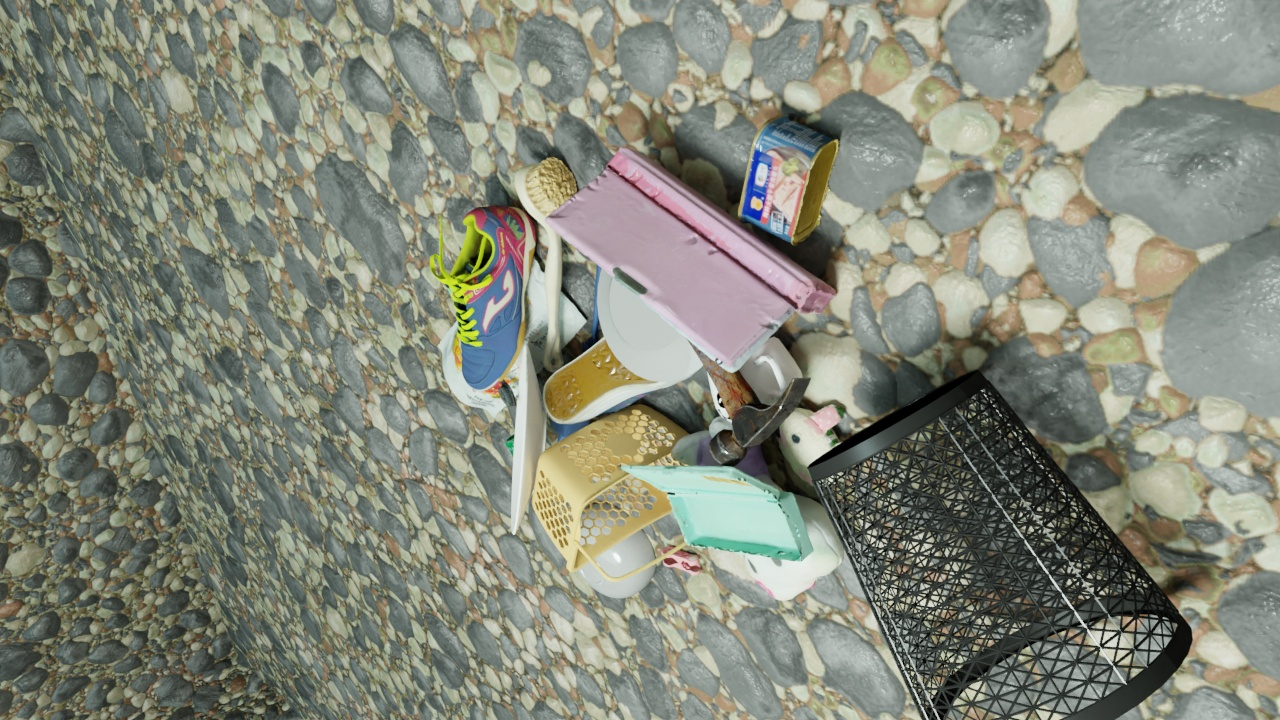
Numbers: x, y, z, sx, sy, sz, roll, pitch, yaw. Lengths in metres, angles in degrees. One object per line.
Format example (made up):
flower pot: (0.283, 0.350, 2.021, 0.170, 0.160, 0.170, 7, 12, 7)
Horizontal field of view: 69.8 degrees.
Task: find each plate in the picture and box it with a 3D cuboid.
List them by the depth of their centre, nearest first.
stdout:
plate: (0.014, -0.064, 0.949, 0.173, 0.019, 0.173, 3, 95, 38)
plate: (-0.133, 0.095, 1.114, 0.229, 0.030, 0.229, -177, 91, -80)

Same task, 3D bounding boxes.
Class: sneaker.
sneaker: (-0.006, 0.006, 1.034, 0.236, 0.079, 0.087, -27, 74, 34)
sneaker: (-0.200, -0.072, 1.113, 0.116, 0.090, 0.242, 32, 118, 38)

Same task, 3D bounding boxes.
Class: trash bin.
trash bin: (0.270, 0.153, 0.748, 0.243, 0.216, 0.218, 60, 141, 7)

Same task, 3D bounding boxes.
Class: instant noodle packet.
instant noodle packet: (-0.180, -0.035, 1.200, 0.147, 0.057, 0.270, 50, 135, 5)

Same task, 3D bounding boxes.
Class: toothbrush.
toothbrush: (-0.051, -0.077, 1.063, 0.016, 0.017, 0.190, 33, 135, 26)
toothbrush: (-0.211, -0.022, 1.194, 0.014, 0.017, 0.188, -28, 90, 30)

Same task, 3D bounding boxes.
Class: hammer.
hammer: (0.042, -0.066, 0.884, 0.120, 0.033, 0.330, -49, 59, 36)

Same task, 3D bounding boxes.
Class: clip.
clip: (0.053, 0.264, 1.181, 0.060, 0.023, 0.041, 4, 115, 43)

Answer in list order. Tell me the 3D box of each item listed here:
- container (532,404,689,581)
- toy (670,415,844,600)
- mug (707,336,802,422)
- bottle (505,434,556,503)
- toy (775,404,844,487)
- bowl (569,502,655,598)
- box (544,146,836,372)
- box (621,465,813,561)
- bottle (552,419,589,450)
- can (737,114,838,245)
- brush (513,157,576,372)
container: (-0.011, 0.155, 1.048, 0.167, 0.183, 0.129, 43, 139, 29)
toy: (0.127, 0.155, 0.982, 0.209, 0.085, 0.138, 56, 143, 4)
mug: (0.117, 0.023, 0.886, 0.076, 0.090, 0.124, 66, 169, 2)
bottle: (-0.151, 0.153, 1.303, 0.043, 0.042, 0.110, -10, 109, 49)
toy: (0.171, 0.087, 0.923, 0.113, 0.050, 0.087, -24, 97, 45)
bowl: (-0.048, 0.268, 1.254, 0.132, 0.064, 0.132, 26, 132, 33)
box: (0.052, -0.106, 0.824, 0.233, 0.172, 0.075, 39, 133, 19)
box: (0.075, 0.143, 0.925, 0.187, 0.056, 0.138, -7, 124, 55)
bottle: (-0.088, 0.070, 1.175, 0.048, 0.047, 0.131, 38, 137, 22)
can: (0.128, -0.155, 0.796, 0.059, 0.053, 0.100, 32, 135, 25)
brush: (-0.104, -0.103, 1.062, 0.077, 0.061, 0.273, 31, 133, 41)
